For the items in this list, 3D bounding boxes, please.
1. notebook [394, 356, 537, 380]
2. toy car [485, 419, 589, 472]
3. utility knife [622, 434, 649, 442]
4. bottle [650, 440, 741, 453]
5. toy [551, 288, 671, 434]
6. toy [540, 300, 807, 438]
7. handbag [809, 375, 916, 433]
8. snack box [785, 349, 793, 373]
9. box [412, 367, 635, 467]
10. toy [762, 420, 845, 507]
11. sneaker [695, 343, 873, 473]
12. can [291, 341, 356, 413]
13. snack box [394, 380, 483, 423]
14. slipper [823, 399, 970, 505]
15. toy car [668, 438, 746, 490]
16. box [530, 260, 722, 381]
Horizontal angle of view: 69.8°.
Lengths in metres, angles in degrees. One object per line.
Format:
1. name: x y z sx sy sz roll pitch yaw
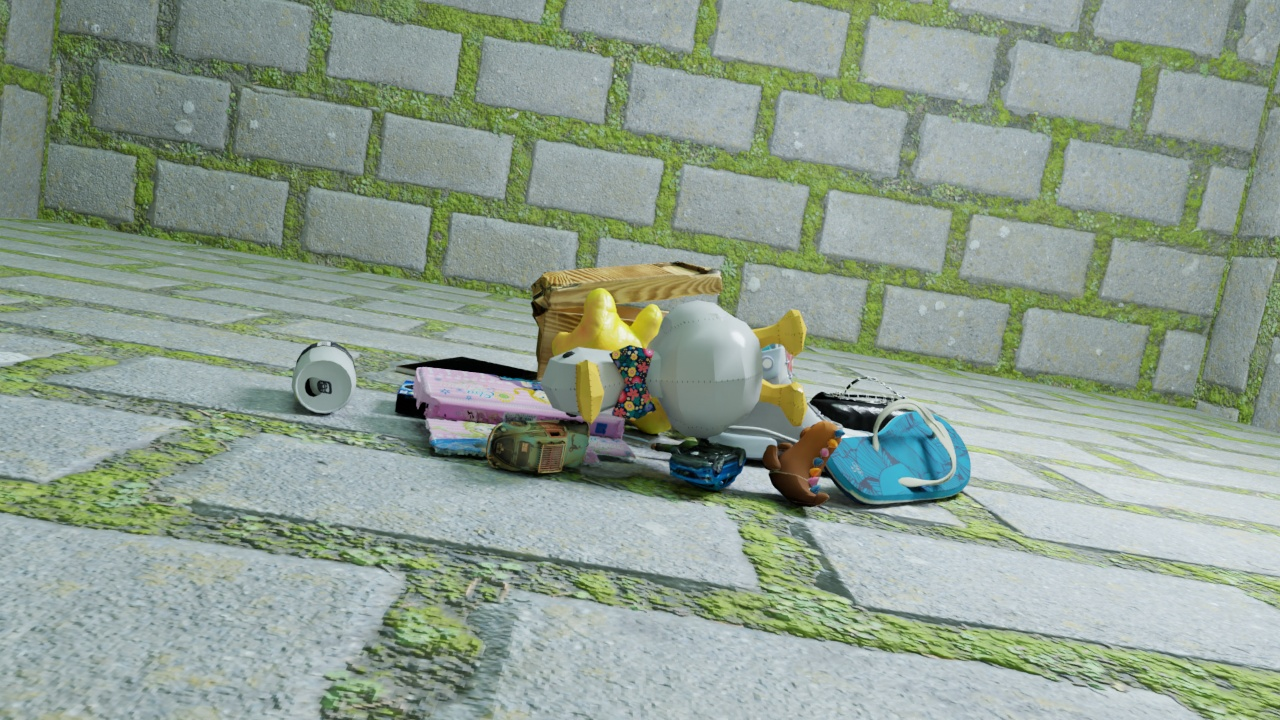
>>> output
1. notebook: -0.252 0.018 1.376 0.141 0.008 0.209 11 7 14
2. toy car: -0.090 0.085 0.876 0.111 0.047 0.047 0 20 -36
3. utility knife: -0.065 0.080 1.102 0.169 0.015 0.022 14 -23 21
4. bottle: 0.064 0.103 1.030 0.106 0.025 0.025 9 7 -9
5. toy: -0.007 0.006 1.105 0.194 0.135 0.087 37 20 -24
6. toy: 0.034 0.011 0.948 0.267 0.141 0.246 -3 9 -2
7. handbag: 0.309 0.072 1.264 0.153 0.115 0.125 4 6 -11
8. snack box: 0.143 0.020 1.352 0.113 0.060 0.237 10 -15 -2
9. box: -0.119 0.062 0.977 0.230 0.035 0.159 8 19 -23
10. toy: 0.176 0.104 0.916 0.070 0.090 0.103 40 -4 -21
11. sneaker: 0.198 0.049 1.104 0.256 0.160 0.093 7 8 -5
12. can: -0.343 0.019 0.998 0.064 0.064 0.127 7 7 -19
13. snack box: -0.205 0.052 1.069 0.150 0.027 0.082 9 9 -10
14. slipper: 0.312 0.103 1.046 0.294 0.060 0.118 -5 56 -46
15. toy car: 0.070 0.107 0.925 0.056 0.043 0.120 13 4 25
16. box: -0.036 -0.060 1.295 0.247 0.176 0.279 5 9 -8
